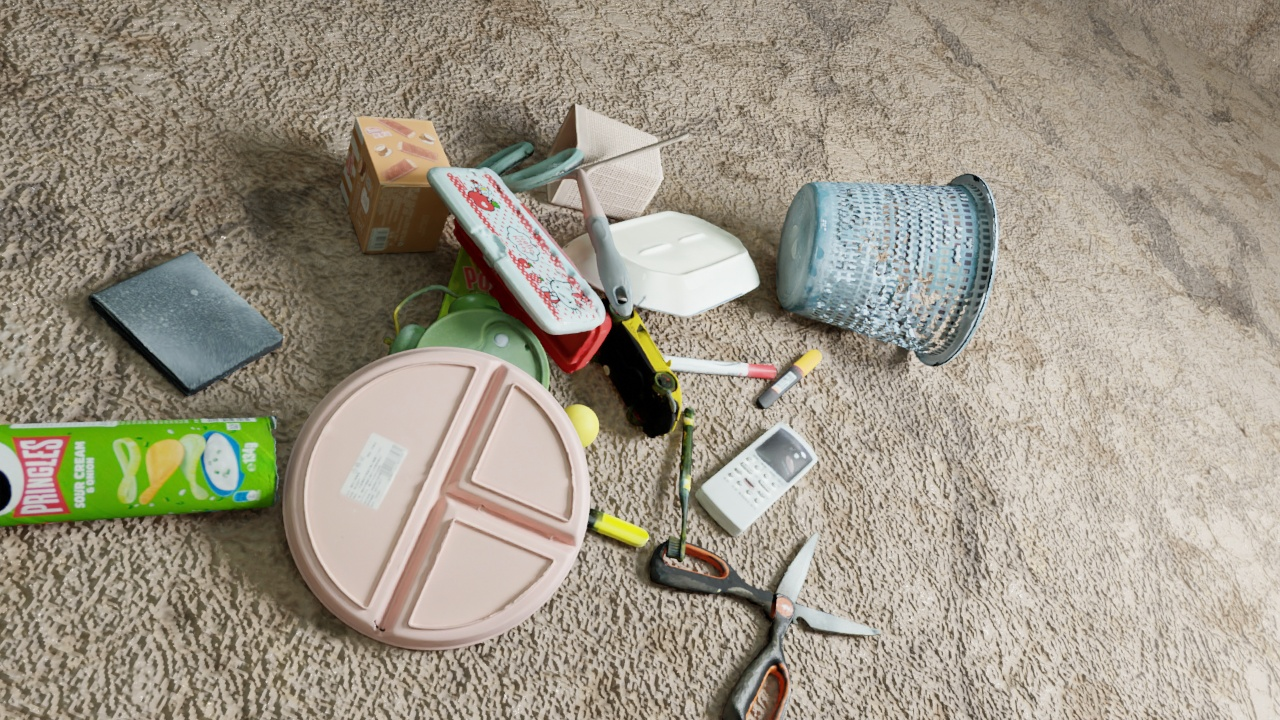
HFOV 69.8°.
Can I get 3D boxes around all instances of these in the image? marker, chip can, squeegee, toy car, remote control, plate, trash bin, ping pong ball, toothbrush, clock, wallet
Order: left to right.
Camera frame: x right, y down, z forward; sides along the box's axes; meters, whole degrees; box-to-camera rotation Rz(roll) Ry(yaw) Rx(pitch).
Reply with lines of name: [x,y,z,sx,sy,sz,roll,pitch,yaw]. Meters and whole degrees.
chip can: [-0.375,0.075,0.628,0.235,0.072,0.072,0,53,-29]
wallet: [-0.373,-0.033,0.761,0.121,0.019,0.097,41,44,6]
plate: [-0.148,0.099,0.689,0.229,0.028,0.229,3,78,-14]
clock: [-0.151,0.004,0.796,0.116,0.056,0.161,-32,84,-26]
ping pong ball: [-0.058,0.060,0.835,0.040,0.040,0.040,15,47,-17]
marker: [-0.052,0.134,0.795,0.124,0.015,0.018,23,45,-6]
squeegee: [-0.042,-0.135,0.893,0.247,0.040,0.249,-18,47,0]
toy car: [-0.005,0.005,0.889,0.041,0.071,0.155,-14,61,-37]
plate: [0.032,-0.114,0.983,0.162,0.034,0.265,31,28,22]
toothbrush: [0.038,0.110,0.853,0.017,0.012,0.185,11,41,-3]
marker: [0.079,0.007,0.972,0.145,0.017,0.017,5,51,-25]
remote control: [0.117,0.113,0.899,0.058,0.021,0.149,45,47,13]
marker: [0.163,0.021,1.009,0.018,0.015,0.123,43,48,13]
trash bin: [0.268,-0.118,1.064,0.195,0.227,0.226,8,48,-6]

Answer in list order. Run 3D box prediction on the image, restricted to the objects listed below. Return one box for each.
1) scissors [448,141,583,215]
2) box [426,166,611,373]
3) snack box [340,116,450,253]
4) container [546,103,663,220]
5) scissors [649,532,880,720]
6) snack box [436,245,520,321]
scissors: [-0.145,-0.202,0.985,0.170,0.019,0.180,-21,30,2]
box: [-0.121,-0.081,0.832,0.100,0.103,0.201,-18,62,-49]
snack box: [-0.237,-0.171,0.897,0.076,0.093,0.094,-7,56,-33]
container: [-0.040,-0.222,1.054,0.110,0.090,0.089,13,48,-22]
scissors: [0.110,0.224,0.800,0.233,0.022,0.220,23,46,-8]
snack box: [-0.148,-0.053,0.893,0.085,0.026,0.156,20,46,-14]
